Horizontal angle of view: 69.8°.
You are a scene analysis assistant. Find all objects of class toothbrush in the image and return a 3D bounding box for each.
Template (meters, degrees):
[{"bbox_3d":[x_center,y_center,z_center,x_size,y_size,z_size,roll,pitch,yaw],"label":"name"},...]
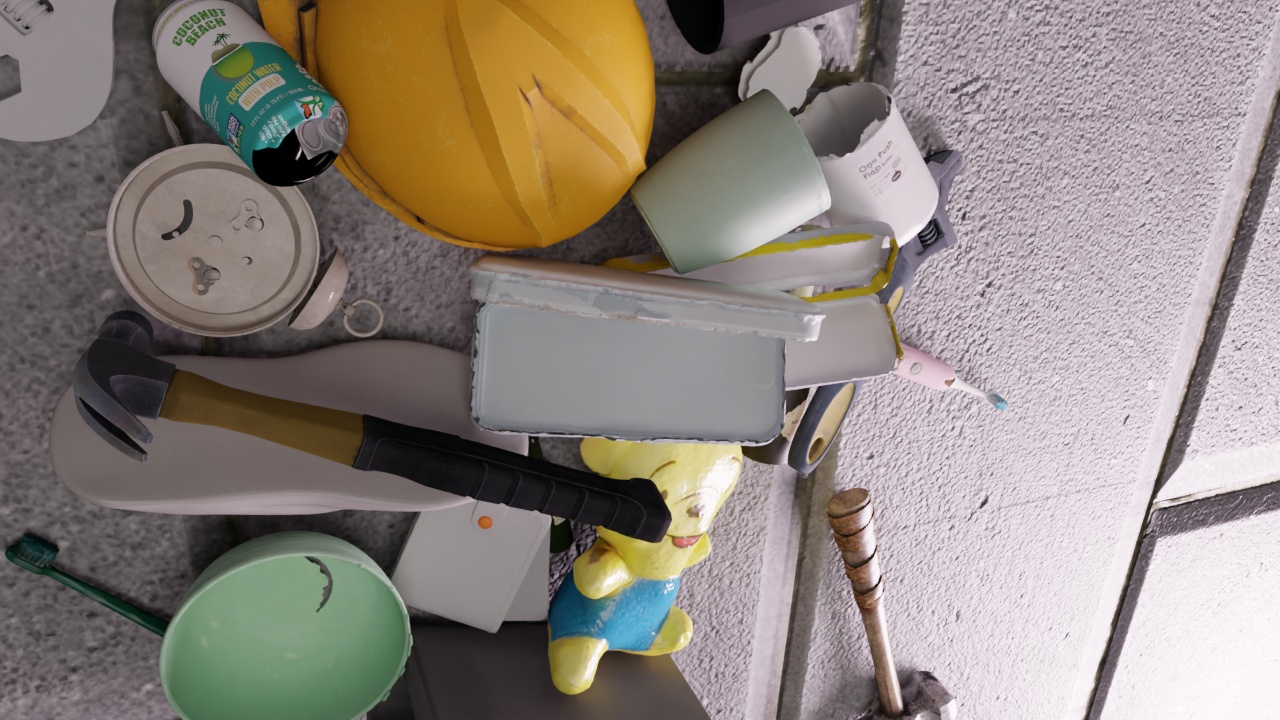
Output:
[{"bbox_3d":[0.234,0.006,0.765,0.222,0.026,0.027,19,115,-29],"label":"toothbrush"},{"bbox_3d":[-0.323,0.168,0.605,0.017,0.016,0.190,-46,123,-3],"label":"toothbrush"}]

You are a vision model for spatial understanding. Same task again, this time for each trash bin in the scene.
[{"bbox_3d":[-0.067,0.279,0.666,0.219,0.192,0.098,9,109,-28],"label":"trash bin"}]

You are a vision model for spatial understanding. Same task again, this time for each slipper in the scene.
[{"bbox_3d":[-0.207,0.052,0.570,0.265,0.081,0.112,-2,69,-27],"label":"slipper"}]

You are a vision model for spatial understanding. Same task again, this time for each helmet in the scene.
[{"bbox_3d":[-0.078,-0.158,0.496,0.205,0.131,0.255,-39,123,-4],"label":"helmet"}]

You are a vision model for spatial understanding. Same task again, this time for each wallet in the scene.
[{"bbox_3d":[-0.108,0.138,0.656,0.115,0.037,0.118,23,107,-13],"label":"wallet"}]

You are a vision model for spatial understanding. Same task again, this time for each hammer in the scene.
[{"bbox_3d":[-0.131,0.051,0.513,0.332,0.118,0.025,18,108,-23],"label":"hammer"},{"bbox_3d":[0.220,0.251,0.864,0.121,0.049,0.319,-23,118,-9],"label":"hammer"}]

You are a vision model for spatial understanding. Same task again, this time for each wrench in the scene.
[{"bbox_3d":[0.181,-0.038,0.698,0.073,0.022,0.273,29,88,-35],"label":"wrench"},{"bbox_3d":[-0.242,-0.218,0.464,0.273,0.018,0.087,-42,122,-2],"label":"wrench"}]

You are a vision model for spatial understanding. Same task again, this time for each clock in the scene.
[{"bbox_3d":[-0.218,-0.060,0.522,0.157,0.061,0.103,33,97,-24],"label":"clock"}]

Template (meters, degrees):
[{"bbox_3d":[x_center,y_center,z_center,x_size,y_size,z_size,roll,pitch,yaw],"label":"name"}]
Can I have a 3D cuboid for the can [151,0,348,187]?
[{"bbox_3d":[-0.199,-0.138,0.466,0.054,0.101,0.055,-42,164,-15],"label":"can"}]

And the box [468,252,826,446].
[{"bbox_3d":[-0.003,0.008,0.565,0.215,0.106,0.127,8,104,-6],"label":"box"}]

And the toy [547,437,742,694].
[{"bbox_3d":[0.002,0.128,0.685,0.148,0.084,0.214,2,109,-48],"label":"toy"}]

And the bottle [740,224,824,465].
[{"bbox_3d":[0.112,-0.012,0.694,0.045,0.045,0.185,0,113,-23],"label":"bottle"}]

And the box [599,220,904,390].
[{"bbox_3d":[0.076,-0.032,0.637,0.210,0.057,0.117,-8,108,-3],"label":"box"}]

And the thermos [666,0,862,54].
[{"bbox_3d":[0.117,-0.260,0.559,0.198,0.086,0.086,-23,120,-13],"label":"thermos"}]

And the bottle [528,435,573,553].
[{"bbox_3d":[-0.070,0.096,0.676,0.025,0.025,0.106,-18,119,-15],"label":"bottle"}]

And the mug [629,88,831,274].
[{"bbox_3d":[0.049,-0.111,0.582,0.104,0.111,0.084,-30,119,4],"label":"mug"}]

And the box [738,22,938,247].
[{"bbox_3d":[0.134,-0.150,0.623,0.083,0.092,0.166,-41,131,2],"label":"box"}]

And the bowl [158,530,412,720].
[{"bbox_3d":[-0.234,0.172,0.610,0.150,0.077,0.151,-9,116,-19],"label":"bowl"}]
